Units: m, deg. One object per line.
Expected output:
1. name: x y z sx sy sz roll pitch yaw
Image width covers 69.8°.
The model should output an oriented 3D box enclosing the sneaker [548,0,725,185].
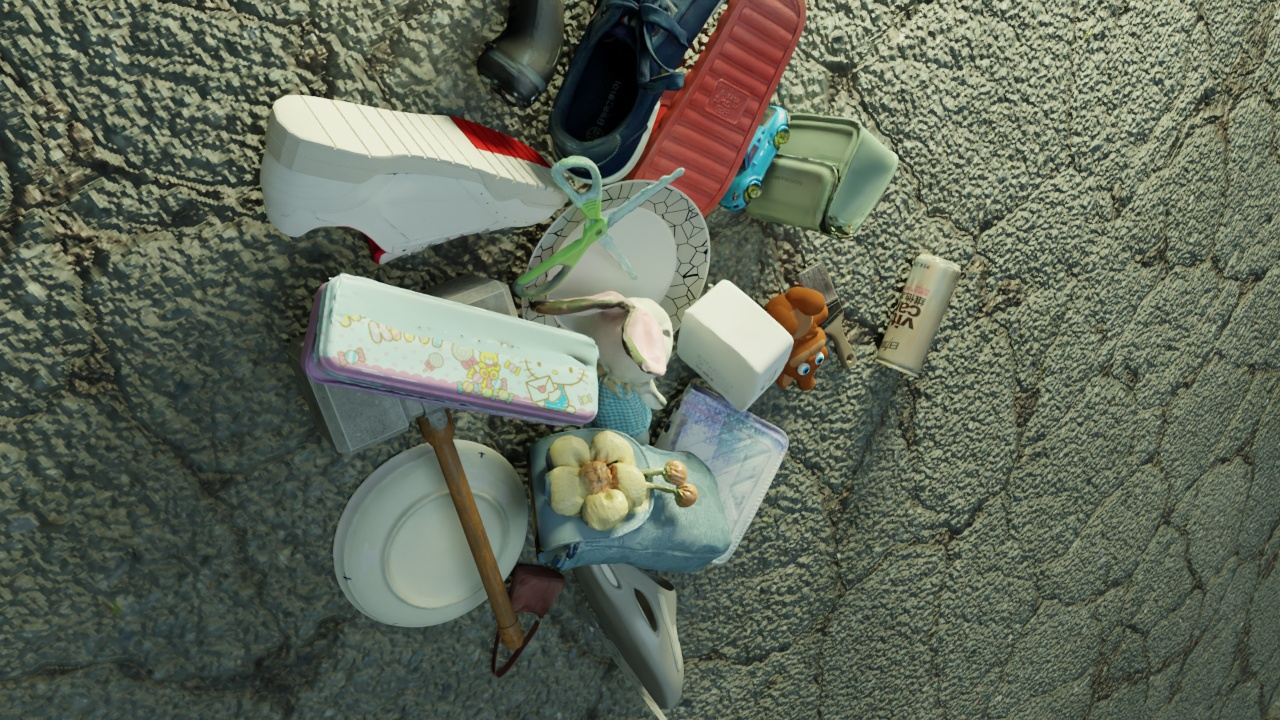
1. sneaker: 0.012 -0.276 0.699 0.121 0.127 0.294 28 94 6

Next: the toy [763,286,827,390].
1. toy: 0.165 -0.016 0.962 0.094 0.065 0.128 -33 128 -13

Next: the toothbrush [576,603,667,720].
1. toothbrush: -0.017 0.290 0.875 0.010 0.181 0.010 -33 126 -14

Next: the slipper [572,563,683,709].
1. slipper: -0.003 0.232 0.916 0.080 0.113 0.266 -36 117 -21

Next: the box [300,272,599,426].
1. box: -0.128 -0.004 0.663 0.214 0.065 0.078 13 79 -32

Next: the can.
1. can: 0.320 -0.052 1.058 0.054 0.054 0.136 16 98 -37

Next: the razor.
1. razor: -0.090 -0.266 0.701 0.063 0.053 0.140 0 105 -33

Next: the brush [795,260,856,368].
1. brush: 0.209 -0.047 1.010 0.038 0.012 0.151 -41 125 -16

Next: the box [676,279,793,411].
1. box: 0.097 -0.025 0.875 0.091 0.102 0.107 -41 164 -20

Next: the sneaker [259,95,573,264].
1. sneaker: -0.167 -0.121 0.692 0.236 0.090 0.104 -3 132 -43

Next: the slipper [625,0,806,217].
1. slipper: 0.055 -0.221 0.811 0.103 0.059 0.249 18 111 -39

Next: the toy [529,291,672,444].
1. toy: -0.005 0.005 0.817 0.105 0.131 0.206 -47 150 -24

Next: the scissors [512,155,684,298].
1. scissors: -0.035 -0.106 0.744 0.171 0.021 0.172 -37 144 3

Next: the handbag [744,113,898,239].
1. handbag: 0.164 -0.173 0.863 0.067 0.122 0.106 29 89 -38

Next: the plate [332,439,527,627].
1. plate: -0.176 0.161 0.812 0.182 0.034 0.182 -12 114 -30

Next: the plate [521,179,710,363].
1. plate: -0.022 -0.075 0.821 0.188 0.016 0.189 -18 130 -23

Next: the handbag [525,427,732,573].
1. handbag: -0.004 0.122 0.800 0.191 0.121 0.119 12 140 -28

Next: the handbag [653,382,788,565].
1. handbag: 0.061 0.115 0.941 0.126 0.069 0.158 29 89 -24

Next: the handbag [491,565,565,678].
1. handbag: -0.118 0.258 0.896 0.055 0.029 0.120 17 102 -35

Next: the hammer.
1. hammer: -0.148 0.106 0.752 0.162 0.083 0.318 -24 111 -25

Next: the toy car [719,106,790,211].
1. toy car: 0.102 -0.192 0.861 0.032 0.048 0.105 26 93 -38
